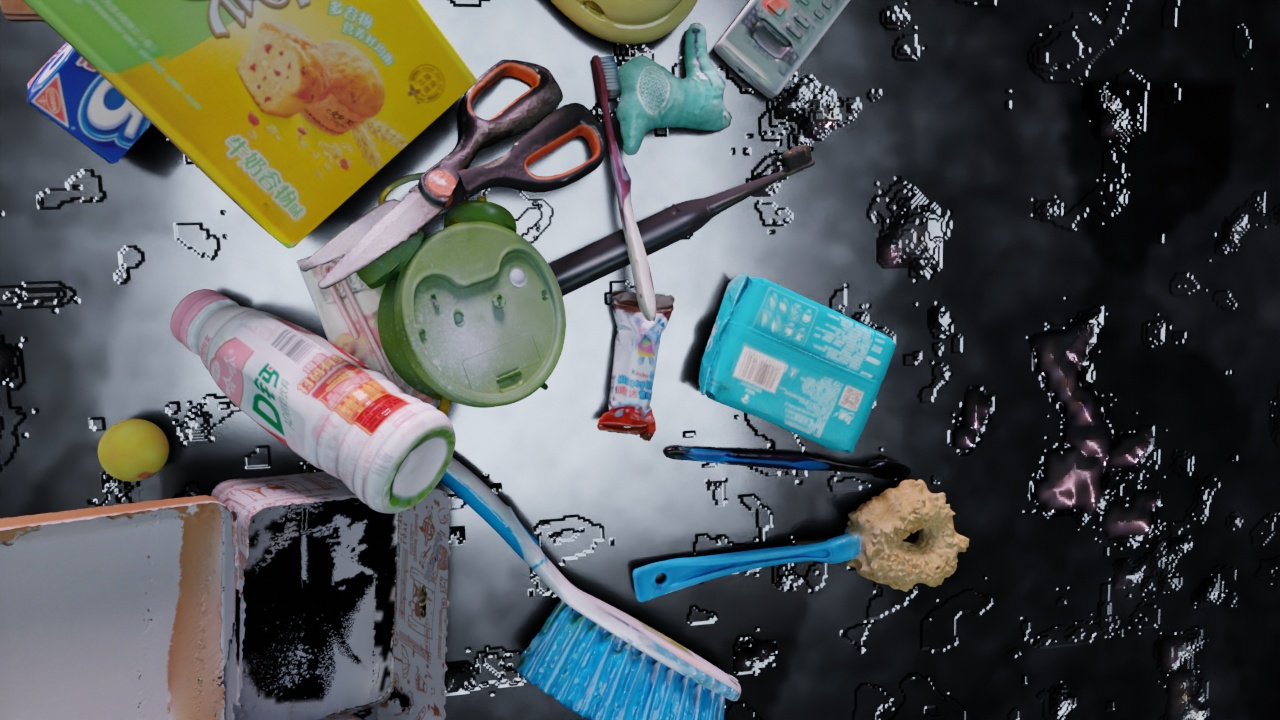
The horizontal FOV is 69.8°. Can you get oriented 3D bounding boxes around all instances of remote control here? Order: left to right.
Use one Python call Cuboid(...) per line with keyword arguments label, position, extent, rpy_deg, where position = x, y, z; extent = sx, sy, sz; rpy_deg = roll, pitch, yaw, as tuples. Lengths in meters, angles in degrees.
Cuboid(label="remote control", position=(0.113, -0.253, 0.641), extent=(0.056, 0.019, 0.135), rpy_deg=(38, 89, -11))

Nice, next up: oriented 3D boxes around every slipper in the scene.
Cuboid(label="slipper", position=(-0.044, -0.282, 0.581), extent=(0.190, 0.081, 0.091), rpy_deg=(36, 92, -9))

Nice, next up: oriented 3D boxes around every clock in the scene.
Cuboid(label="clock", position=(-0.116, -0.042, 0.585), extent=(0.115, 0.056, 0.161), rpy_deg=(-24, 99, -41))

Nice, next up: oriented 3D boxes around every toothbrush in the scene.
Cuboid(label="toothbrush", position=(-0.008, -0.117, 0.620), extent=(0.017, 0.016, 0.187), rpy_deg=(-10, 84, -19))
Cuboid(label="toothbrush", position=(0.028, -0.099, 0.640), extent=(0.212, 0.026, 0.027), rpy_deg=(-27, 121, -6))
Cuboid(label="toothbrush", position=(0.110, 0.075, 0.683), extent=(0.189, 0.016, 0.014), rpy_deg=(5, 104, -8))

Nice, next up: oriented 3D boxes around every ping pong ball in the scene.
Cuboid(label="ping pong ball", position=(-0.325, 0.058, 0.589), extent=(0.040, 0.040, 0.040), rpy_deg=(-1, 96, -10))

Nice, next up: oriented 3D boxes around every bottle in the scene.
Cuboid(label="bottle", position=(-0.206, 0.017, 0.559), extent=(0.197, 0.068, 0.068), rpy_deg=(29, 91, 19))

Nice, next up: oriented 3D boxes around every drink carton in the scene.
Cuboid(label="drink carton", position=(-0.177, -0.018, 0.604), extent=(0.053, 0.045, 0.122), rpy_deg=(-20, 99, -6))

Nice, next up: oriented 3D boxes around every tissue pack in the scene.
Cuboid(label="tissue pack", position=(0.112, 0.004, 0.654), extent=(0.133, 0.050, 0.093), rpy_deg=(23, 90, -12))

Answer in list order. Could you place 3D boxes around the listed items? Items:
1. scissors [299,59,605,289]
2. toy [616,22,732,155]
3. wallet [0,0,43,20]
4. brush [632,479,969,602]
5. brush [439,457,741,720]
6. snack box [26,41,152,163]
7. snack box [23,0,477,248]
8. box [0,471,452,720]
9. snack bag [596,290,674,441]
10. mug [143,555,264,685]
Cuboid(label="scissors", position=(-0.101, -0.103, 0.560), extent=(0.148, 0.022, 0.234), rpy_deg=(26, 59, -13))
Cuboid(label="toy", position=(0.024, -0.184, 0.625), extent=(0.091, 0.030, 0.096), rpy_deg=(-2, 89, -30))
Cuboid(label="wallet", position=(-0.344, -0.268, 0.562), extent=(0.101, 0.020, 0.115), rpy_deg=(-3, 99, -8))
Cuboid(label="brush", position=(0.120, 0.144, 0.681), extent=(0.254, 0.046, 0.083), rpy_deg=(-9, 102, -5))
Cuboid(label="brush", position=(-0.059, 0.174, 0.646), extent=(0.314, 0.060, 0.109), rpy_deg=(32, 85, -9))
Cuboid(label="snack box", position=(-0.273, -0.214, 0.551), extent=(0.207, 0.057, 0.058), rpy_deg=(-49, 131, -2))
Cuboid(label="snack box", position=(-0.219, -0.191, 0.515), extent=(0.157, 0.070, 0.210), rpy_deg=(-44, 129, -7))
Cuboid(label="box", position=(-0.242, 0.162, 0.533), extent=(0.259, 0.082, 0.177), rpy_deg=(-2, 97, -43))
Cuboid(label="snack bag", position=(-0.004, 0.004, 0.646), extent=(0.045, 0.026, 0.105), rpy_deg=(7, 93, -7))
Cuboid(label="mug", position=(-0.291, 0.164, 0.592), extent=(0.078, 0.078, 0.123), rpy_deg=(-17, 103, -8))
